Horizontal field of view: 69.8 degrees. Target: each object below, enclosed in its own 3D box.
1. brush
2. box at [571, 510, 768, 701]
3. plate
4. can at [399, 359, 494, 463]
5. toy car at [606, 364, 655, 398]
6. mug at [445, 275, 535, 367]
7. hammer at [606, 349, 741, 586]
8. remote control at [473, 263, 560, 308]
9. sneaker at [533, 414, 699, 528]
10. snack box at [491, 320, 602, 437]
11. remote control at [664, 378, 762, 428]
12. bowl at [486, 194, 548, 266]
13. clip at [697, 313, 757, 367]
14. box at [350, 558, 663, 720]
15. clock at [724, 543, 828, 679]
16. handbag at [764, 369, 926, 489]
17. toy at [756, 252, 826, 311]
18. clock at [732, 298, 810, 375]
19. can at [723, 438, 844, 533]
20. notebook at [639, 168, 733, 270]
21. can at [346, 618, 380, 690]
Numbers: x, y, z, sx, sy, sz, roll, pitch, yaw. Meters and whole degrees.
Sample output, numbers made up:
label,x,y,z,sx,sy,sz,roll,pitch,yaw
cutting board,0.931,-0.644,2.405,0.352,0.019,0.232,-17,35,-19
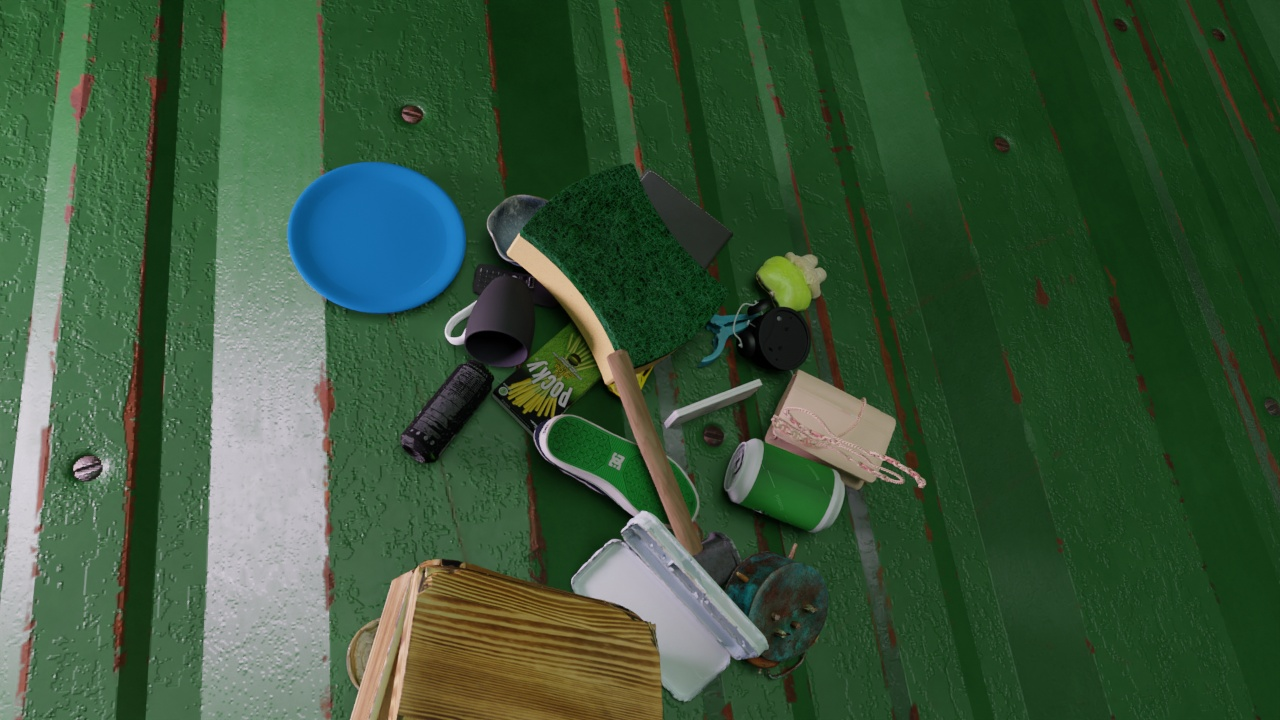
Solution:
label,x,y,z,sx,sy,sz,roll,pitch,yaw
brush,-0.027,-0.115,1.204,0.194,0.075,0.250,-37,90,-29
box,0.036,0.283,1.069,0.211,0.186,0.084,45,41,7
plate,-0.345,-0.160,1.208,0.224,0.024,0.224,6,66,-14
can,-0.237,0.063,1.130,0.054,0.054,0.137,35,63,0
toy car,-0.007,0.007,1.235,0.049,0.030,0.106,30,62,-2
mug,-0.193,-0.054,1.186,0.119,0.085,0.100,-3,54,14
hammer,0.028,0.142,1.115,0.097,0.052,0.328,-26,100,-24
remote control,-0.164,-0.101,1.245,0.124,0.009,0.046,10,65,-12
sneaker,-0.030,0.138,1.155,0.235,0.079,0.084,33,75,-20
snack box,-0.112,0.024,1.198,0.080,0.025,0.147,44,63,5
remote control,0.098,0.057,1.231,0.135,0.050,0.011,-19,74,-23
bowl,-0.155,-0.167,1.250,0.110,0.055,0.110,6,67,-14
clip,0.097,-0.049,1.292,0.119,0.033,0.120,34,63,4
box,-0.125,0.341,0.932,0.279,0.221,0.258,21,61,-19
clock,0.171,0.315,1.118,0.121,0.073,0.158,-19,104,-27
handbag,0.279,0.079,1.198,0.199,0.187,0.116,28,70,1
toy,0.226,-0.118,1.347,0.115,0.046,0.092,-29,79,-32
clock,0.180,-0.035,1.280,0.120,0.043,0.091,28,73,-23
can,0.186,0.163,1.192,0.140,0.088,0.087,22,63,-6
notebook,0.016,-0.163,1.315,0.169,0.030,0.208,38,60,-1
can,-0.279,0.329,1.012,0.086,0.043,0.086,6,66,-14
